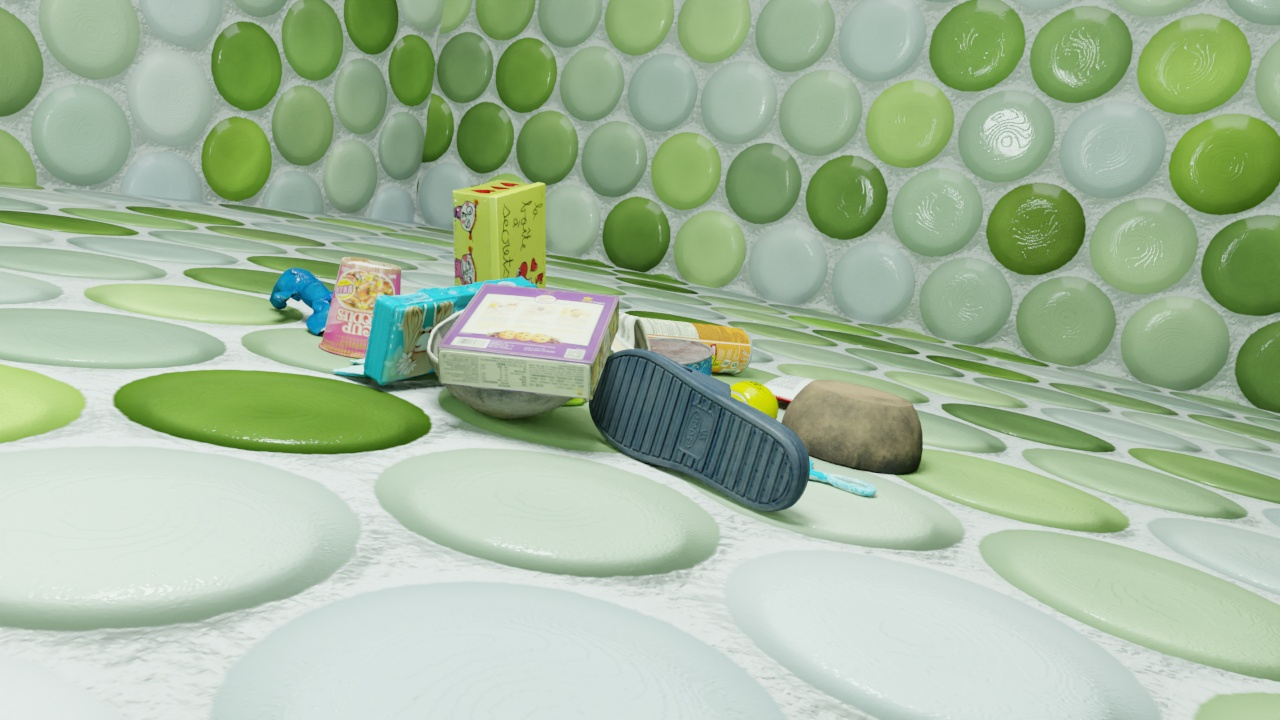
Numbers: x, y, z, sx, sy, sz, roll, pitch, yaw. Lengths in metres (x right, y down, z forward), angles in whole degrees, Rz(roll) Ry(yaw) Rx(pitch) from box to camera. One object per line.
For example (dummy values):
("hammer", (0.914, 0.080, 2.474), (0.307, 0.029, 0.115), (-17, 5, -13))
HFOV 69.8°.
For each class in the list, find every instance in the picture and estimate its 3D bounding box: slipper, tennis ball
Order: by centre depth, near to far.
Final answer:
("slipper", (0.060, 0.058, 0.852), (0.082, 0.101, 0.264), (-1, 18, -46))
("tennis ball", (0.120, 0.055, 1.025), (0.065, 0.065, 0.065), (10, 10, -2))
("slipper", (-0.006, 0.006, 1.051), (0.054, 0.114, 0.273), (-24, 31, -17))

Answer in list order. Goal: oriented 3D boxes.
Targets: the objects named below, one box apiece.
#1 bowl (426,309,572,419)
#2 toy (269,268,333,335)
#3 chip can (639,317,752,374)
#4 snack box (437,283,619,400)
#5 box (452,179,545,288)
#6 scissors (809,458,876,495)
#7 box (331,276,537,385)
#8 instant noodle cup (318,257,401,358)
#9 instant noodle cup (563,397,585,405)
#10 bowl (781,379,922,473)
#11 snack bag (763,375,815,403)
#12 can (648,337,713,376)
("bowl", (-0.127, 0.011, 0.942), (0.178, 0.081, 0.178), (2, 27, -1))
("toy", (-0.438, -0.091, 1.224), (0.177, 0.071, 0.112), (14, 44, 41))
("chip can", (0.064, -0.022, 1.386), (0.214, 0.075, 0.075), (4, 12, -34))
("snack box", (-0.102, -0.023, 0.878), (0.143, 0.041, 0.147), (6, 29, 7))
("box", (-0.189, -0.129, 1.247), (0.083, 0.221, 0.124), (14, 22, 22))
("scissors", (0.159, 0.112, 0.898), (0.134, 0.011, 0.139), (19, 14, 29))
("box", (-0.227, -0.020, 1.033), (0.226, 0.170, 0.086), (-16, 73, -55))
("instant noodle cup", (-0.330, -0.064, 1.104), (0.097, 0.109, 0.097), (10, 10, -2))
("instant noodle cup", (-0.103, -0.012, 1.052), (0.099, 0.108, 0.099), (9, 10, -2))
("bowl", (0.246, 0.071, 1.054), (0.162, 0.070, 0.162), (10, 10, -2))
("snack bag", (0.239, 0.048, 1.279), (0.131, 0.039, 0.143), (15, 11, 26))
("can", (0.029, 0.008, 1.189), (0.130, 0.044, 0.129), (0, 16, 0))
